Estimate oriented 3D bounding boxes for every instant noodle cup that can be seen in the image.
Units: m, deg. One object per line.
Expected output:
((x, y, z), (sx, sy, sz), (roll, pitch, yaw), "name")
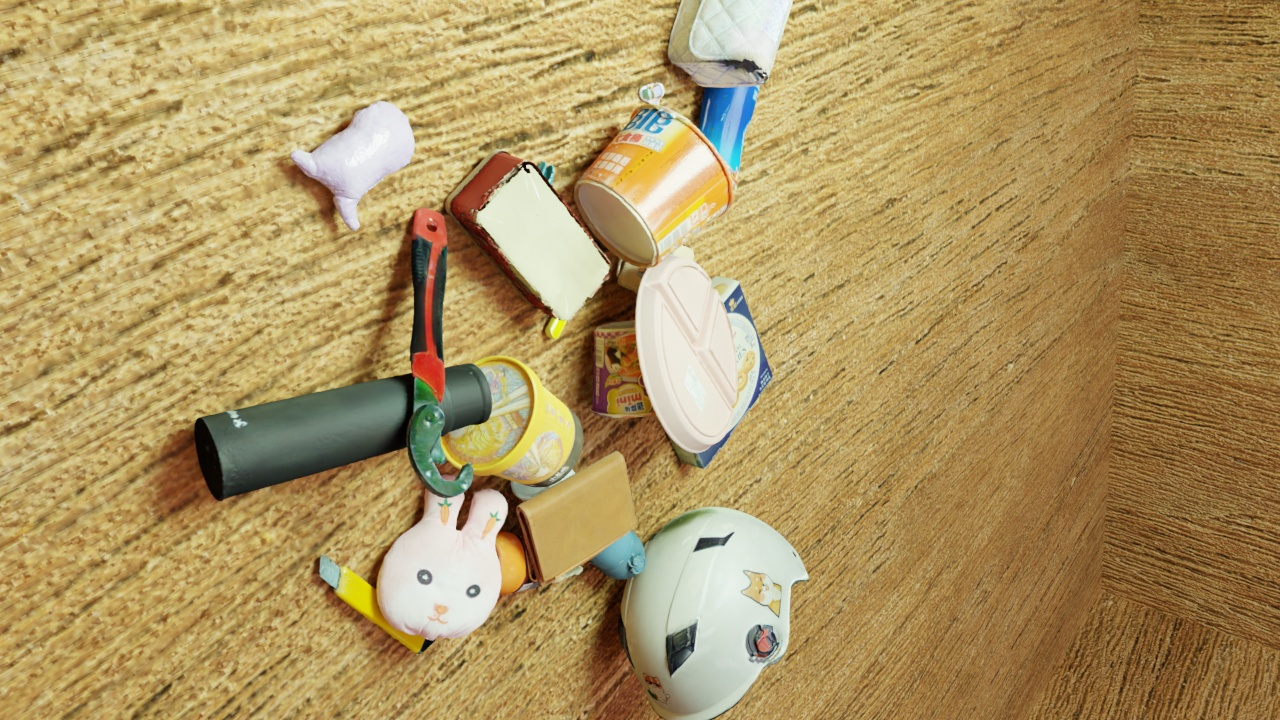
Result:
((-0.006, 0.006, 1.048), (0.111, 0.112, 0.099), (-12, 102, -46), "instant noodle cup")
((0.008, -0.178, 0.979), (0.111, 0.151, 0.151), (-46, 132, -18), "instant noodle cup")
((-0.125, 0.069, 0.926), (0.114, 0.119, 0.118), (39, 72, -55), "instant noodle cup")

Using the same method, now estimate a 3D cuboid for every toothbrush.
((0.033, -0.232, 1.080), (0.021, 0.029, 0.189), (-85, 162, -55), "toothbrush")

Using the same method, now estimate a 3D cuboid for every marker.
((-0.073, -0.079, 1.012), (0.018, 0.015, 0.124), (42, 67, -47), "marker")

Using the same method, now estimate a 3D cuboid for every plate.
((0.061, -0.010, 1.044), (0.229, 0.028, 0.229), (28, 58, -57), "plate")

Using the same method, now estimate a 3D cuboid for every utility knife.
((-0.258, 0.240, 0.898), (0.181, 0.015, 0.033), (56, 39, -40), "utility knife")

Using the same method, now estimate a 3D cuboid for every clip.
((-0.103, -0.177, 0.947), (0.047, 0.014, 0.057), (15, 92, -47), "clip")

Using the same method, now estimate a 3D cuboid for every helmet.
((0.068, 0.289, 1.141), (0.157, 0.231, 0.273), (52, 55, -22), "helmet")

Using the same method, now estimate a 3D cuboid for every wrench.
((-0.183, -0.013, 0.812), (0.056, 0.016, 0.273), (7, 66, -37), "wrench")

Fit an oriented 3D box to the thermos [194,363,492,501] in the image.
((-0.254, 0.054, 0.801), (0.241, 0.090, 0.068), (-14, 107, -39), "thermos")

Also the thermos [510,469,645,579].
((-0.064, 0.184, 1.060), (0.070, 0.070, 0.220), (-57, 135, -20), "thermos")

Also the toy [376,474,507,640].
((-0.192, 0.196, 0.913), (0.121, 0.054, 0.159), (21, 72, -22), "toy")

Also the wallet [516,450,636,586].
((-0.064, 0.170, 0.983), (0.131, 0.031, 0.108), (-27, 120, -30), "wallet")

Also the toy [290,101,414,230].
((-0.234, -0.173, 0.782), (0.107, 0.039, 0.084), (-53, 135, -27), "toy")

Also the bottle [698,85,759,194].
((0.105, -0.305, 1.102), (0.065, 0.065, 0.218), (10, 94, -49), "bottle")

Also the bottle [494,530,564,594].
((-0.124, 0.225, 1.014), (0.149, 0.067, 0.066), (22, 85, -56), "bottle")

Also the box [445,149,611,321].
((-0.104, -0.117, 0.907), (0.091, 0.076, 0.168), (-49, 134, -11), "box")

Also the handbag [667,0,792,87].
((0.111, -0.407, 1.026), (0.075, 0.134, 0.194), (19, 86, -50), "handbag")

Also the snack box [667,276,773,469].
((0.090, 0.017, 1.199), (0.177, 0.046, 0.182), (-50, 134, -27), "snack box")

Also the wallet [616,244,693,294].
((0.016, -0.112, 1.096), (0.115, 0.024, 0.087), (24, 79, -50), "wallet")
